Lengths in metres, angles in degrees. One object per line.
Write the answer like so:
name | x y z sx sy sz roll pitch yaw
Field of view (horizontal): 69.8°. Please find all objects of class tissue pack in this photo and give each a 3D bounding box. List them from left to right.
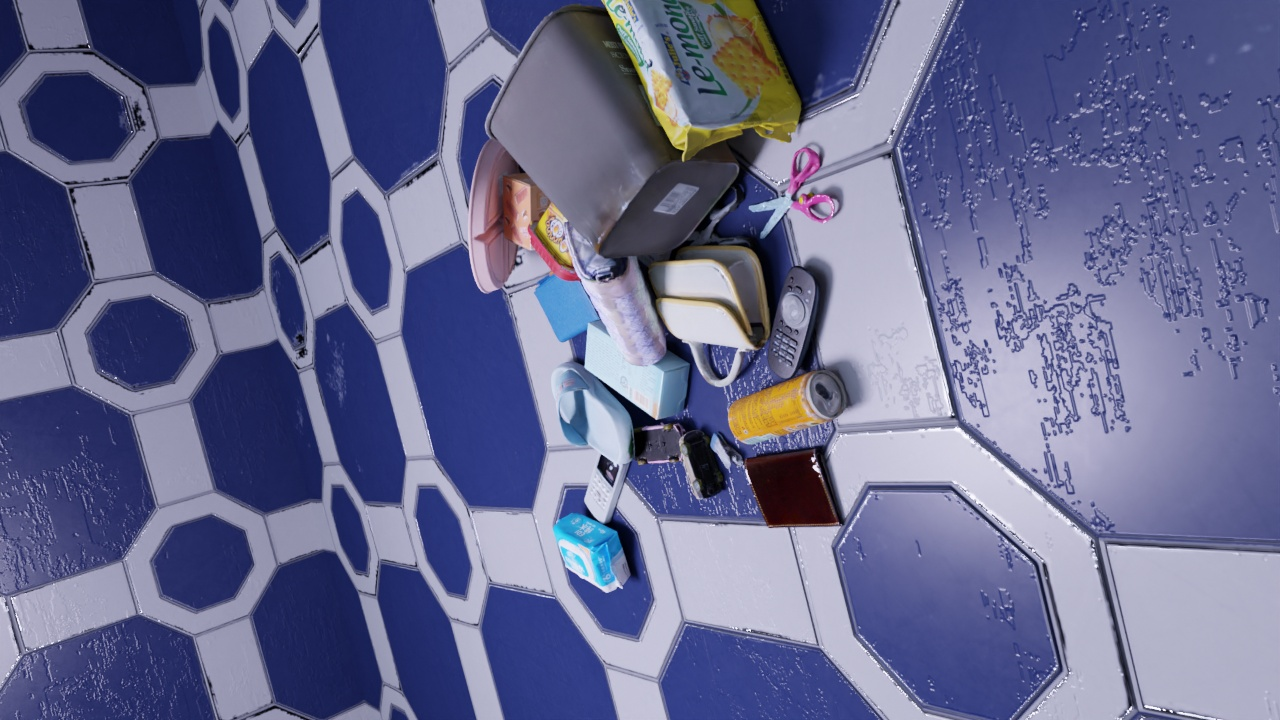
tissue pack | -0.079 0.305 1.461 0.140 0.063 0.090 15 129 51

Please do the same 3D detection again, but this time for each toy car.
toy car | 0.028 0.116 1.278 0.123 0.037 0.056 -12 90 53
toy car | 0.077 0.138 1.216 0.035 0.042 0.090 -19 88 56

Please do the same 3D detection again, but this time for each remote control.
remote control | -0.054 0.189 1.432 0.058 0.021 0.150 47 137 33
remote control | 0.174 -0.042 1.030 0.053 0.024 0.137 39 131 41

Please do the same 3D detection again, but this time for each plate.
plate | -0.211 -0.214 1.365 0.028 0.229 0.230 5 114 6

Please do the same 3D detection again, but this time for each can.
can | 0.165 0.055 1.051 0.146 0.058 0.058 -26 82 54

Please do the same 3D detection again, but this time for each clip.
clip | 0.108 0.118 1.187 0.057 0.029 0.024 49 136 41

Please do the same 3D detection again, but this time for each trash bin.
trash bin | -0.024 -0.250 1.044 0.219 0.198 0.199 56 130 20

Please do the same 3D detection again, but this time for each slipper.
slipper | -0.083 0.084 1.362 0.245 0.074 0.104 37 134 55

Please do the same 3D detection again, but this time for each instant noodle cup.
instant noodle cup | -0.072 -0.185 1.242 0.116 0.115 0.124 52 127 29

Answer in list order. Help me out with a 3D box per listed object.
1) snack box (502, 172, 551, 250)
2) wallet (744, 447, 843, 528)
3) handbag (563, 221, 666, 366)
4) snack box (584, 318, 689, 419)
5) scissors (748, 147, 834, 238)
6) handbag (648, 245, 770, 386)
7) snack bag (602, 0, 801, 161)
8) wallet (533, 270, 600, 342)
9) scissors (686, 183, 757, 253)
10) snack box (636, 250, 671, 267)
snack box | -0.141 -0.219 1.326 0.077 0.092 0.094 28 125 45
wallet | 0.182 0.157 1.102 0.123 0.020 0.096 -16 95 53
handbag | -0.027 -0.094 1.161 0.194 0.075 0.134 61 -171 -54
snack box | -0.008 0.007 1.271 0.175 0.051 0.074 33 127 41
scissors | 0.160 -0.183 1.004 0.136 0.017 0.105 5 108 57
handbag | 0.086 -0.046 1.114 0.164 0.063 0.179 10 119 57
snack bag | 0.059 -0.328 0.964 0.068 0.157 0.246 -41 69 59
wallet | -0.105 -0.091 1.378 0.133 0.040 0.106 -24 92 54
scissors | 0.083 -0.153 1.120 0.173 0.014 0.160 45 136 36
snack box | 0.020 -0.202 1.163 0.085 0.026 0.157 43 130 36
